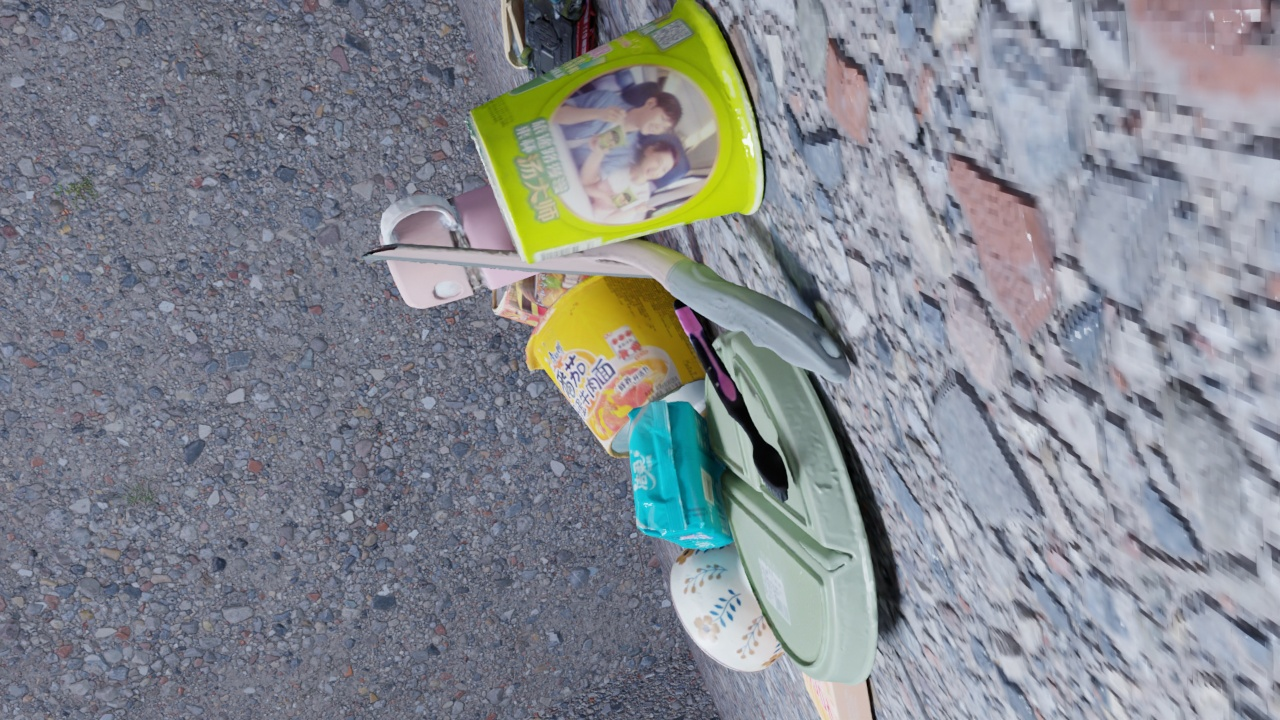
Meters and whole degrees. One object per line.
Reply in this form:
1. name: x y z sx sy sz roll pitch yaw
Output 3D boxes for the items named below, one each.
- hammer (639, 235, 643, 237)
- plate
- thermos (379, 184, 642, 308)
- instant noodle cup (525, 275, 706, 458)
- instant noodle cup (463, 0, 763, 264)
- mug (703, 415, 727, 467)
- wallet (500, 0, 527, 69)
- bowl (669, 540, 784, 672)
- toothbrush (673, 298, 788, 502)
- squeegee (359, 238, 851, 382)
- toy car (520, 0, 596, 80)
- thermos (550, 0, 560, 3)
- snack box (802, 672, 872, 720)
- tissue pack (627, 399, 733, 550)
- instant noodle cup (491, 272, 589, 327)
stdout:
1. hammer: -0.032 -0.172 0.811 0.323 0.032 0.126 -139 29 -77
2. plate: 0.082 0.086 0.563 0.230 0.027 0.230 166 91 -82
3. thermos: -0.068 -0.097 0.592 0.087 0.198 0.067 81 168 -58
4. instant noodle cup: -0.004 0.004 0.731 0.109 0.138 0.138 58 171 22
5. instant noodle cup: -0.017 -0.106 0.459 0.112 0.123 0.111 158 91 -85
6. mug: 0.048 0.100 0.850 0.106 0.082 0.111 78 -160 -63
7. wallet: -0.090 -0.301 0.714 0.087 0.024 0.115 81 -163 -71
8. bowl: 0.086 0.181 0.729 0.062 0.113 0.113 -51 49 34
9. toothbrush: 0.049 0.015 0.532 0.189 0.014 0.018 -114 4 -53
10. squeegee: 0.017 -0.040 0.494 0.250 0.247 0.040 25 109 48
11. toy car: -0.060 -0.250 0.687 0.053 0.045 0.121 36 155 14
12. thermos: -0.048 -0.260 0.486 0.220 0.070 0.070 -166 55 -83
13. snack box: 0.137 0.222 0.668 0.084 0.026 0.157 -117 9 -56
14. tissue pack: 0.032 0.087 0.674 0.133 0.050 0.093 44 -143 -66
15. instant noodle cup: -0.077 -0.085 0.869 0.138 0.108 0.138 -170 91 -72
